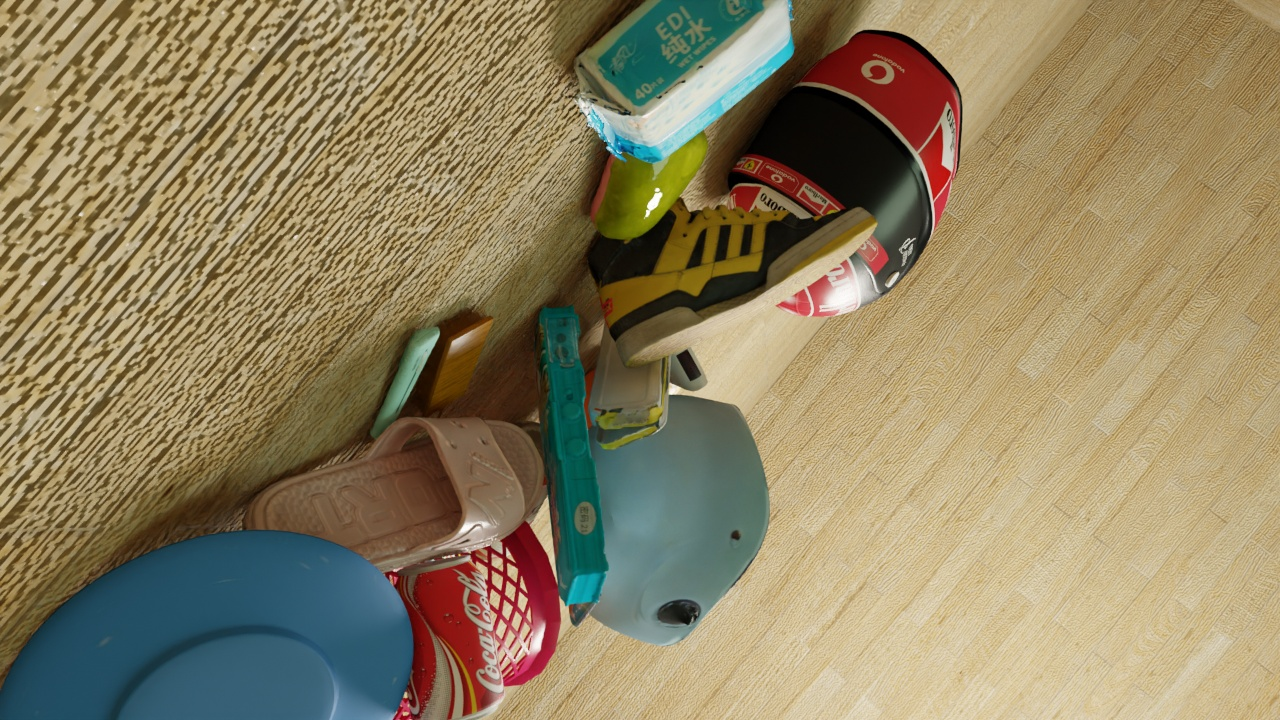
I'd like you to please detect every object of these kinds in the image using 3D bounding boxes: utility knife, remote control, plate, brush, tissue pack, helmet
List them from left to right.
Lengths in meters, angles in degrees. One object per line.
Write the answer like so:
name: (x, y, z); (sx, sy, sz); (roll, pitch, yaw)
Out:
plate: (-0.240, 0.202, 0.532); (0.224, 0.024, 0.225); (-13, 119, -26)
utility knife: (-0.164, 0.022, 0.619); (0.022, 0.015, 0.121); (-36, 164, -53)
brush: (-0.142, 0.016, 0.662); (0.048, 0.017, 0.127); (-37, 162, -47)
helmet: (0.000, 0.150, 0.903); (0.225, 0.166, 0.266); (-107, -143, -55)
remote control: (0.022, -0.007, 0.933); (0.025, 0.060, 0.138); (-34, -160, -14)
tissue pack: (0.027, -0.181, 0.545); (0.144, 0.061, 0.093); (-38, 170, 7)
helmet: (0.189, -0.157, 0.912); (0.224, 0.198, 0.271); (-49, 159, -7)

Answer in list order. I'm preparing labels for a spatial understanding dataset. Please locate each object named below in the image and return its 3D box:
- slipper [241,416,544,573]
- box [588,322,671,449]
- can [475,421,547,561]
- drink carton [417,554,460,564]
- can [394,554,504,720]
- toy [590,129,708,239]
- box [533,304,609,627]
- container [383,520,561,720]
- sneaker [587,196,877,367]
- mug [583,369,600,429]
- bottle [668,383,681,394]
slipper: (-0.146, 0.087, 0.623); (0.238, 0.094, 0.065); (-14, 155, -51)
box: (-0.004, 0.006, 0.819); (0.209, 0.066, 0.045); (-83, 159, -61)
can: (-0.131, 0.135, 0.933); (0.067, 0.067, 0.171); (-36, 162, -48)
drink carton: (-0.204, 0.194, 0.915); (0.044, 0.038, 0.129); (-45, 166, -24)
can: (-0.133, 0.191, 0.629); (0.064, 0.104, 0.064); (-11, 174, -1)
toy: (0.002, -0.130, 0.665); (0.089, 0.051, 0.110); (-28, 158, -54)
box: (-0.063, 0.094, 0.771); (0.039, 0.226, 0.182); (-3, 152, -12)
container: (-0.204, 0.216, 0.712); (0.225, 0.183, 0.184); (-17, 145, -55)
sneaker: (0.067, -0.097, 0.762); (0.238, 0.122, 0.086); (-27, 170, -6)
mug: (-0.018, 0.027, 1.027); (0.095, 0.078, 0.112); (0, 100, -74)
bottle: (0.021, 0.024, 1.156); (0.109, 0.063, 0.063); (-57, 166, 30)
